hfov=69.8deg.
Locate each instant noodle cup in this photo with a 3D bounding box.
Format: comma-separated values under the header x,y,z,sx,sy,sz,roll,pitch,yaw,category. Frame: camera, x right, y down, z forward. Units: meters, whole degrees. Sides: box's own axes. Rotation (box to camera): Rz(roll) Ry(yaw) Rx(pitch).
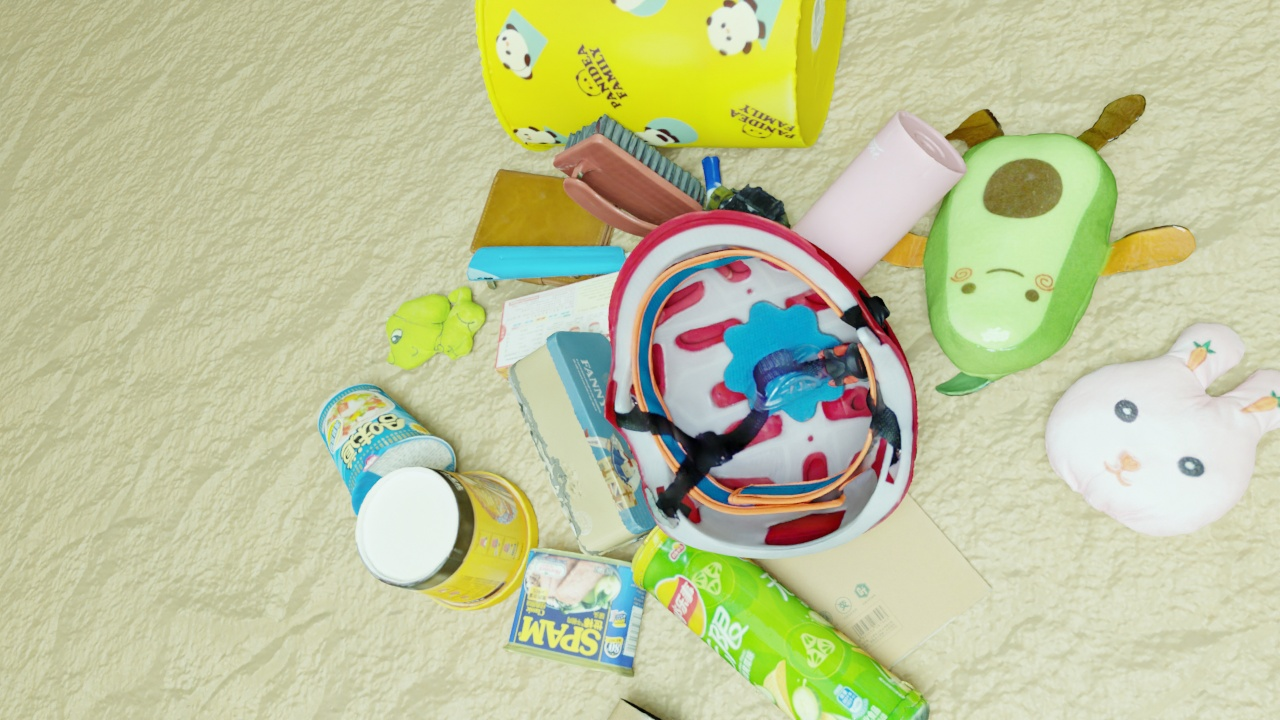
x,y,z,sx,sy,sz,roll,pitch,yaw,category
-0.161,0.142,0.752,0.119,0.114,0.118,-6,72,19,instant noodle cup
-0.236,0.077,0.827,0.099,0.099,0.110,-49,53,0,instant noodle cup

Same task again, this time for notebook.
x,y,z,sx,sy,sz,roll,pitch,yaw,category
0.135,0.134,0.695,0.148,0.008,0.207,-40,61,5,notebook

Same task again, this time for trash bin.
x,y,z,sx,sy,sz,roll,pitch,yaw,category
0.028,-0.282,0.777,0.255,0.229,0.229,10,76,20,trash bin

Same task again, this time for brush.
x,y,z,sx,sy,sz,roll,pitch,yaw,category
-0.001,-0.139,0.776,0.063,0.145,0.069,-12,59,49,brush

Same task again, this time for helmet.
x,y,z,sx,sy,sz,roll,pitch,yaw,category
0.090,0.011,0.654,0.207,0.143,0.240,-20,89,27,helmet

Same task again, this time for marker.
x,y,z,sx,sy,sz,roll,pitch,yaw,category
0.069,-0.115,0.807,0.017,0.017,0.145,-12,67,18,marker

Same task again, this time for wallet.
x,y,z,sx,sy,sz,roll,pitch,yaw,category
-0.092,-0.119,0.864,0.131,0.035,0.119,13,82,19,wallet

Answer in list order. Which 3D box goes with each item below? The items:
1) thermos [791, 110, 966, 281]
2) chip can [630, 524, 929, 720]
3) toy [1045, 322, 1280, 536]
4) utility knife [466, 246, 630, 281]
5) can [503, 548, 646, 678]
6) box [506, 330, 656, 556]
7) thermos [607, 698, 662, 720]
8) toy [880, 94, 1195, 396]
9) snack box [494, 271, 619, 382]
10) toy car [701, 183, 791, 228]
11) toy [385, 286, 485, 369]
x,y,z,sx,sy,sz,roll,pitch,yaw,category
0.151,-0.097,0.699,0.199,0.067,0.087,-50,20,37,thermos
0.094,0.196,0.643,0.221,0.072,0.072,36,87,28,chip can
0.356,0.041,0.613,0.159,0.054,0.121,-40,62,-4,toy
-0.046,-0.089,0.821,0.218,0.018,0.034,-1,57,6,utility knife
-0.049,0.197,0.722,0.102,0.057,0.083,4,71,23,can
-0.038,0.058,0.726,0.061,0.089,0.184,-28,79,25,box
-0.022,0.321,0.652,0.093,0.093,0.143,20,72,27,thermos
0.275,-0.093,0.673,0.227,0.090,0.246,5,69,34,toy
-0.053,-0.033,0.810,0.156,0.027,0.076,-12,55,22,snack box
0.059,-0.082,0.763,0.070,0.042,0.158,40,79,22,toy car
-0.199,-0.032,0.881,0.100,0.031,0.096,20,80,23,toy
